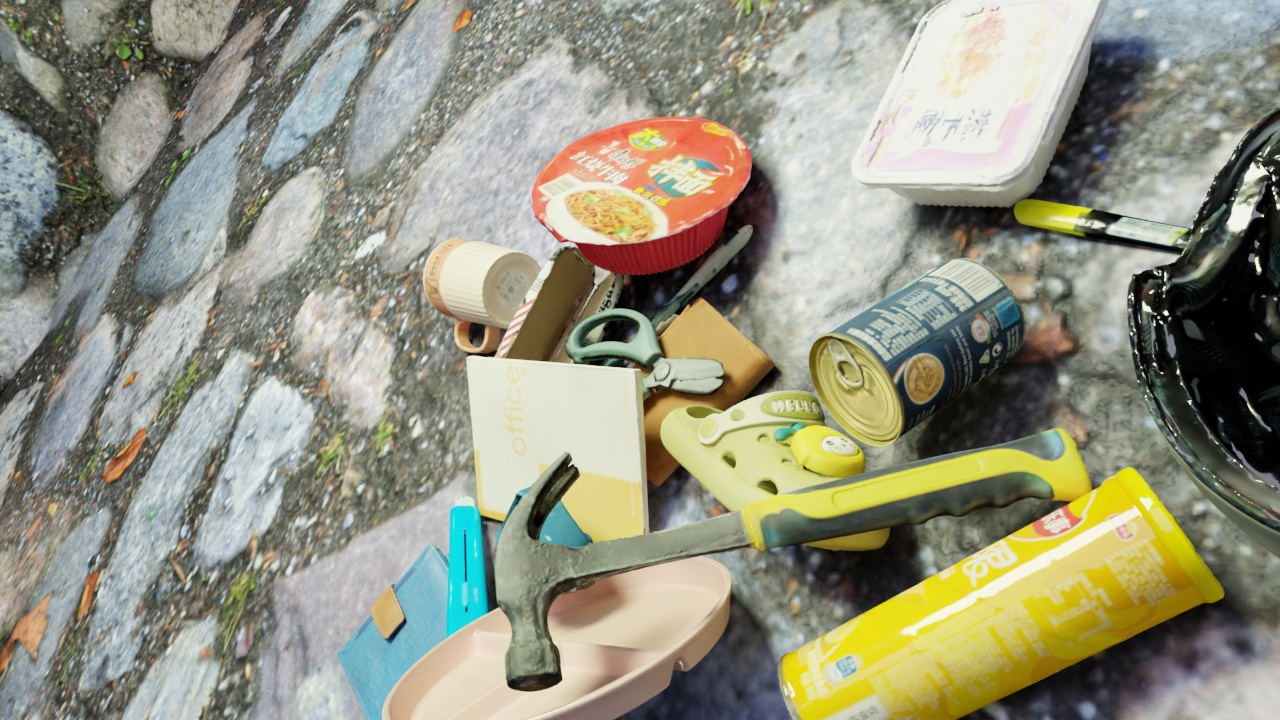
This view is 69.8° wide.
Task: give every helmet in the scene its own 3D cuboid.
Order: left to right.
[{"bbox_3d":[0.346,-0.005,0.365,0.274,0.157,0.230,-44,38,-8],"label":"helmet"}]

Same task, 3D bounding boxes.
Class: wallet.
[{"bbox_3d":[-0.192,0.234,0.774,0.133,0.040,0.106,-49,45,0],"label":"wallet"},{"bbox_3d":[0.030,0.021,0.728,0.132,0.031,0.108,-48,44,4],"label":"wallet"}]

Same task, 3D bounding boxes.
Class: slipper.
[{"bbox_3d":[0.084,0.057,0.598,0.191,0.091,0.082,31,110,53],"label":"slipper"}]

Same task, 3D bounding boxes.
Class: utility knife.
[{"bbox_3d":[-0.145,0.168,0.762,0.034,0.018,0.159,-15,38,-2],"label":"utility knife"}]

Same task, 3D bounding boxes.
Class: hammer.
[{"bbox_3d":[0.078,0.085,0.505,0.323,0.032,0.126,-13,55,1],"label":"hammer"}]

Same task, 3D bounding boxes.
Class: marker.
[{"bbox_3d":[0.295,-0.084,0.577,0.124,0.015,0.018,24,79,45],"label":"marker"}]

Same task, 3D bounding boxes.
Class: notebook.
[{"bbox_3d":[-0.072,0.072,0.740,0.207,0.010,0.146,5,101,44],"label":"notebook"}]

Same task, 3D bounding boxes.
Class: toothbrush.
[{"bbox_3d":[0.027,-0.048,0.795,0.192,0.016,0.018,-45,30,8],"label":"toothbrush"}]

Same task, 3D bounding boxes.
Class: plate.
[{"bbox_3d":[-0.048,0.183,0.578,0.230,0.228,0.028,-18,95,33],"label":"plate"}]

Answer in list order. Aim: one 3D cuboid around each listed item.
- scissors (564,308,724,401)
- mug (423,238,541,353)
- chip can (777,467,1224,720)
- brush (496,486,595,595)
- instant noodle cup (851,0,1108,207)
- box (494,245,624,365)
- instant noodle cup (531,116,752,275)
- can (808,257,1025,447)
[{"bbox_3d":[-0.011,0.027,0.724,0.185,0.019,0.129,28,86,45],"label":"scissors"},{"bbox_3d":[-0.161,-0.063,0.937,0.106,0.081,0.114,15,99,46],"label":"mug"},{"bbox_3d":[0.178,0.139,0.476,0.214,0.072,0.072,-36,43,18],"label":"chip can"},{"bbox_3d":[-0.074,0.130,0.683,0.144,0.055,0.073,169,96,-70],"label":"brush"},{"bbox_3d":[0.247,-0.181,0.656,0.138,0.060,0.173,13,72,46],"label":"instant noodle cup"},{"bbox_3d":[-0.064,-0.019,0.821,0.088,0.076,0.162,17,74,32],"label":"box"},{"bbox_3d":[0.004,-0.138,0.805,0.194,0.066,0.193,-7,43,6],"label":"instant noodle cup"},{"bbox_3d":[0.169,-0.007,0.558,0.111,0.075,0.075,-30,36,-21],"label":"can"}]
